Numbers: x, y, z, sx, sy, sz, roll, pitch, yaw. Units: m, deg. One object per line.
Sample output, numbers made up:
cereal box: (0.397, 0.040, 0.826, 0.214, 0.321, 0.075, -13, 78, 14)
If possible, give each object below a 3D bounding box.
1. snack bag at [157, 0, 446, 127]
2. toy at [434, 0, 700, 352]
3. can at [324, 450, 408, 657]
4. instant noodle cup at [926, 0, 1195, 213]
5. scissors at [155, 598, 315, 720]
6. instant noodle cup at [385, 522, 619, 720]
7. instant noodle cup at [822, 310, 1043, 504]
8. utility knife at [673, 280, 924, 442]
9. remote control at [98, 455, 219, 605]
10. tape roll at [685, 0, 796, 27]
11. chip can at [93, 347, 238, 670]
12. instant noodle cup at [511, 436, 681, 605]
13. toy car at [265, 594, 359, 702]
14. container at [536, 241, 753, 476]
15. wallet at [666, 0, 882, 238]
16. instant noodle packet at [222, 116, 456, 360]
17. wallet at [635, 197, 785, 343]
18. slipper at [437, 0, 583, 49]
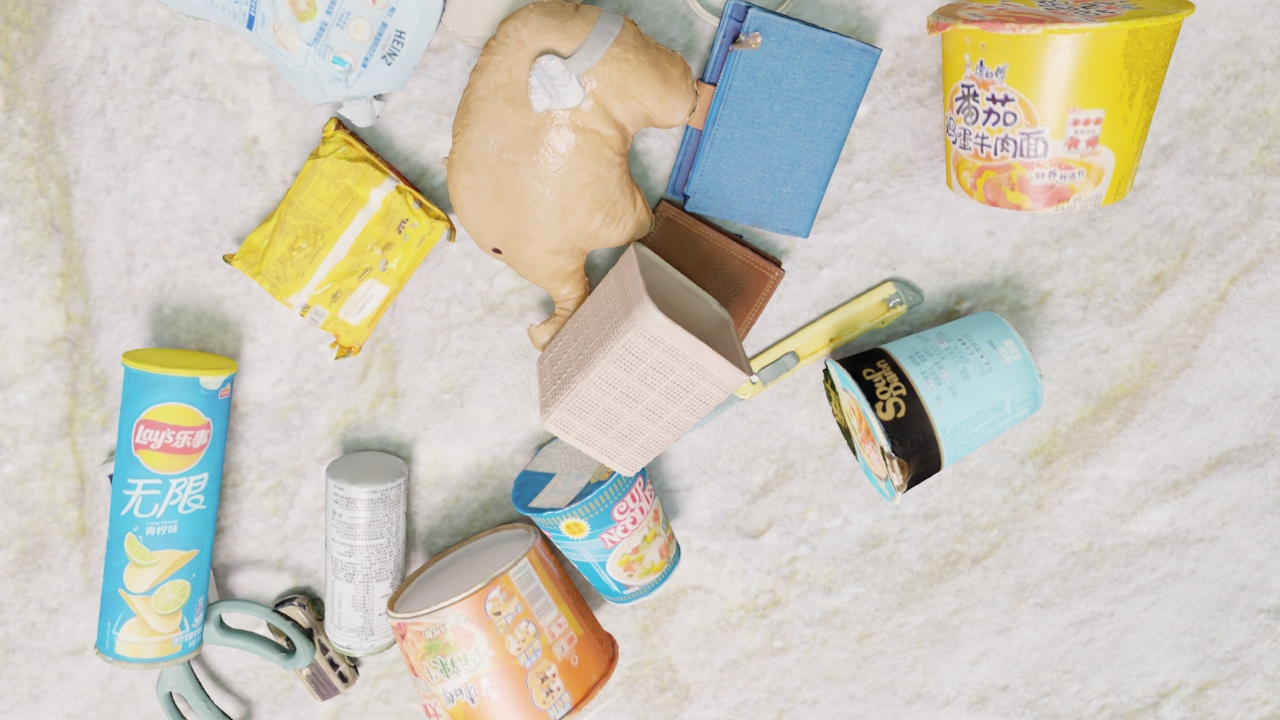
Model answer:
snack bag: (-0.218, -0.228, 0.552, 0.191, 0.038, 0.110, 32, 110, -9)
toy: (-0.057, -0.112, 0.583, 0.143, 0.082, 0.227, 19, 123, -4)
can: (-0.204, 0.143, 0.682, 0.058, 0.058, 0.147, 5, 109, -4)
instant noodle cup: (0.245, -0.158, 0.556, 0.138, 0.137, 0.110, -4, 118, 0)
scissors: (-0.318, 0.232, 0.703, 0.180, 0.019, 0.170, -16, 107, 16)
instant noodle cup: (-0.105, 0.195, 0.663, 0.151, 0.151, 0.111, -24, 101, 6)
instant noodle cup: (0.204, 0.026, 0.633, 0.120, 0.111, 0.111, -24, 109, -1)
utility knife: (0.103, 0.002, 0.667, 0.220, 0.022, 0.031, -30, 102, 13)
remote control: (-0.362, 0.139, 0.695, 0.058, 0.021, 0.150, -4, 110, 0)
tape roll: (0.063, -0.251, 0.573, 0.086, 0.014, 0.086, -1, 110, -2)
chip can: (-0.328, 0.100, 0.634, 0.071, 0.071, 0.210, 9, 98, -5)
instant noodle cup: (-0.024, 0.114, 0.664, 0.099, 0.099, 0.110, -27, 116, 7)
toy car: (-0.259, 0.226, 0.722, 0.042, 0.035, 0.090, -25, 106, 5)
container: (-0.003, 0.003, 0.587, 0.090, 0.090, 0.111, 34, 113, -27)
wallet: (0.083, -0.153, 0.595, 0.106, 0.040, 0.133, 13, 114, -11)
instant noodle packet: (-0.199, -0.077, 0.611, 0.111, 0.044, 0.128, 40, 101, -9)
wallet: (0.027, -0.039, 0.640, 0.101, 0.032, 0.125, 28, 106, -8)
slipper: (-0.018, -0.281, 0.538, 0.275, 0.054, 0.114, -30, 105, 21)
